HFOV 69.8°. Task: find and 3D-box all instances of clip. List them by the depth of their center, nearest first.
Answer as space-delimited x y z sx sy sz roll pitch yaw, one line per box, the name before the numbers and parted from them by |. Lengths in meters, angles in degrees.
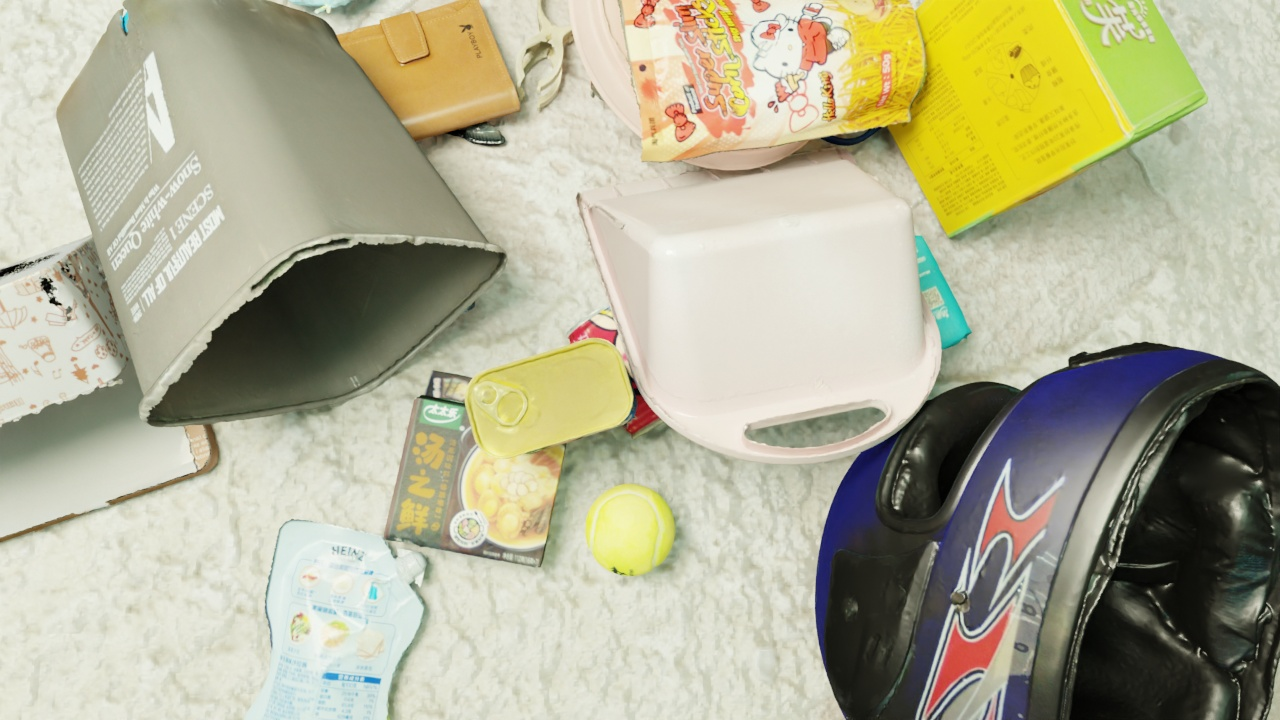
clip | -0.071 -0.248 0.727 0.071 0.035 0.100 17 72 -2

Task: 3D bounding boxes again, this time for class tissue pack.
tissue pack | 0.180 -0.035 0.706 0.133 0.050 0.093 -23 82 -8

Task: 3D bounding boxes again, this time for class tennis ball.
tennis ball | -0.007 0.121 0.659 0.065 0.065 0.065 1 81 -5

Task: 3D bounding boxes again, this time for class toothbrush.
toothbrush | -0.198 -0.193 0.715 0.189 0.017 0.014 12 71 -2

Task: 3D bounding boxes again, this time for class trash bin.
trash bin | -0.243 -0.102 0.595 0.199 0.198 0.219 -37 77 26

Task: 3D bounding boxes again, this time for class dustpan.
dustpan | 0.079 -0.048 0.643 0.222 0.273 0.139 -10 111 -3

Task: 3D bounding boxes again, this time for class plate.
plate | 0.060 -0.257 0.683 0.229 0.028 0.229 3 83 -20

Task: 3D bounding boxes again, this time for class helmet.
helmet | 0.234 0.131 0.579 0.246 0.240 0.316 0 103 -29

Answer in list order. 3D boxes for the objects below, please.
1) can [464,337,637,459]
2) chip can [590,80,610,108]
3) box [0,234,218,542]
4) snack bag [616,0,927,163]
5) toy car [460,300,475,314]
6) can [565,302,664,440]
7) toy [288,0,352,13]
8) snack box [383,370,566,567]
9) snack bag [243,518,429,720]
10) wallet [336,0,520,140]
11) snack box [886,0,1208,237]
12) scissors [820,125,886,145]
can | -0.054 0.027 0.602 0.102 0.083 0.057 -17 83 3
chip can | 0.003 -0.309 0.720 0.073 0.073 0.216 4 81 -5
box | -0.408 0.034 0.617 0.182 0.155 0.187 -22 113 -5
snack bag | 0.090 -0.211 0.647 0.207 0.073 0.128 -8 88 -14
toy car | -0.148 -0.079 0.694 0.043 0.034 0.090 -8 81 -3
can | -0.004 0.004 0.676 0.066 0.066 0.094 -31 86 -9
toy | -0.259 -0.336 0.714 0.161 0.050 0.156 3 79 0
snack box | -0.115 0.077 0.668 0.113 0.053 0.125 11 86 -3
snack bag | -0.217 0.213 0.642 0.110 0.039 0.190 10 79 2
wallet | -0.170 -0.219 0.705 0.131 0.031 0.107 -18 74 -10
snack box | 0.259 -0.194 0.645 0.070 0.210 0.157 -27 87 -15
scissors | 0.218 -0.215 0.756 0.165 0.012 0.156 -22 85 -9
